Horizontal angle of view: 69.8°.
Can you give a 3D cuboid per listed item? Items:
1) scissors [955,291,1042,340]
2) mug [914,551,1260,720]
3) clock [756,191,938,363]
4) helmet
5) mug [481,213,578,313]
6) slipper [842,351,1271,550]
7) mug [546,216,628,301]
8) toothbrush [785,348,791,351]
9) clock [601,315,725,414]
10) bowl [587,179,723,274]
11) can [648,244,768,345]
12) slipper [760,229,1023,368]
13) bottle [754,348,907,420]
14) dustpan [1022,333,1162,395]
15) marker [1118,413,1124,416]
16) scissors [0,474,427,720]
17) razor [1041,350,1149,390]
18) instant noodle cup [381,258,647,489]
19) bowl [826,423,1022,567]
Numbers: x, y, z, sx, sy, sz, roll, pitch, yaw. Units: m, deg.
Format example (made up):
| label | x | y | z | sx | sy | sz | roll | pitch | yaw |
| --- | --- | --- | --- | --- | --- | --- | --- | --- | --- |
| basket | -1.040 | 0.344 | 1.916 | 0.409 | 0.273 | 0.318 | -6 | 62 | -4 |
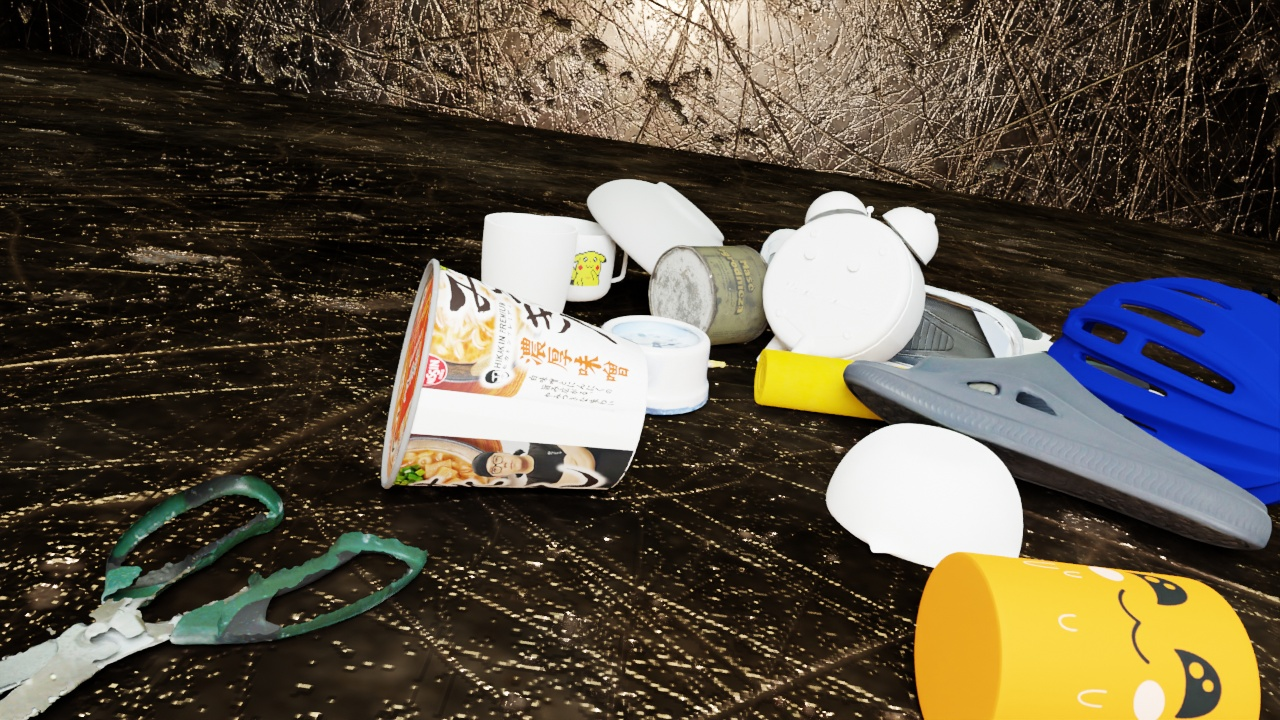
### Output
| label | x | y | z | sx | sy | sz | roll | pitch | yaw |
| --- | --- | --- | --- | --- | --- | --- | --- | --- | --- |
| scissors | 0.328 | -0.050 | 0.898 | 0.155 | 0.019 | 0.126 | 25 | 14 | 22 |
| mug | 0.167 | 0.132 | 0.346 | 0.096 | 0.078 | 0.112 | 7 | 49 | -4 |
| clock | 0.165 | -0.060 | 0.754 | 0.125 | 0.161 | 0.072 | 22 | -2 | 35 |
| helmet | 0.421 | 0.017 | 0.662 | 0.227 | 0.148 | 0.241 | -5 | 22 | -24 |
| mug | -0.107 | -0.084 | 0.821 | 0.080 | 0.088 | 0.114 | 0 | 20 | -25 |
| slipper | 0.263 | 0.035 | 0.592 | 0.268 | 0.083 | 0.110 | 23 | -6 | 25 |
| mug | -0.064 | -0.103 | 0.930 | 0.115 | 0.068 | 0.094 | -2 | 21 | -29 |
| toothbrush | 0.176 | 0.009 | 0.790 | 0.135 | 0.016 | 0.021 | 20 | 23 | 32 |
| clock | -0.004 | 0.004 | 0.671 | 0.125 | 0.052 | 0.089 | -7 | 25 | -31 |
| bowl | 0.032 | -0.129 | 0.932 | 0.176 | 0.066 | 0.176 | 39 | 14 | -12 |
| can | 0.064 | -0.058 | 0.820 | 0.074 | 0.090 | 0.090 | -5 | 23 | -36 |
| slipper | 0.219 | -0.043 | 0.823 | 0.063 | 0.111 | 0.264 | -20 | 35 | -39 |
| bottle | 0.162 | 0.021 | 0.703 | 0.143 | 0.043 | 0.043 | 8 | 18 | -4 |
| dustpan | 0.351 | -0.025 | 0.913 | 0.257 | 0.053 | 0.191 | 5 | 19 | -13 |
| marker | 0.411 | 0.047 | 0.794 | 0.011 | 0.011 | 0.151 | 24 | 24 | 38 |
| scissors | -0.203 | 0.090 | 0.371 | 0.137 | 0.015 | 0.209 | 24 | 22 | 31 |
| razor | 0.382 | 0.021 | 0.798 | 0.142 | 0.052 | 0.047 | 5 | 9 | -20 |
| instant noodle cup | -0.068 | 0.019 | 0.507 | 0.121 | 0.124 | 0.123 | 12 | 16 | -19 |
| bowl | 0.171 | 0.072 | 0.542 | 0.114 | 0.051 | 0.114 | 8 | 18 | -3 |
